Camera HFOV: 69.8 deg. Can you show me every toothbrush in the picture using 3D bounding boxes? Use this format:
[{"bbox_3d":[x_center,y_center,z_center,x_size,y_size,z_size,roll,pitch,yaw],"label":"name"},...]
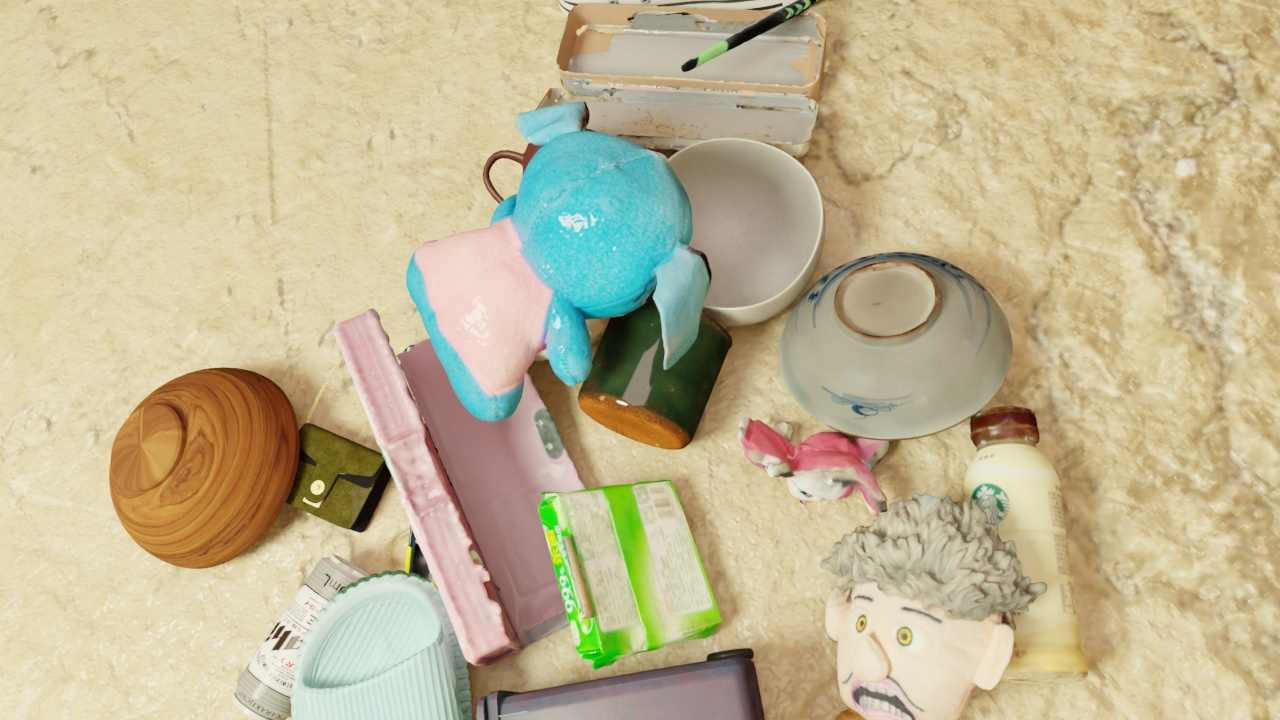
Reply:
[{"bbox_3d":[0.111,-0.266,0.710,0.188,0.014,0.017,-32,55,-11],"label":"toothbrush"}]

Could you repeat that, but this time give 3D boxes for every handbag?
[{"bbox_3d":[-0.197,0.029,0.667,0.084,0.027,0.177,20,77,16],"label":"handbag"}]

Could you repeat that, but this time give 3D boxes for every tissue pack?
[{"bbox_3d":[-0.008,0.128,0.574,0.099,0.034,0.114,0,61,-35],"label":"tissue pack"}]

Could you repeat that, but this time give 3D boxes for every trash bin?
[{"bbox_3d":[-0.008,0.226,0.533,0.161,0.092,0.093,-13,67,8],"label":"trash bin"}]

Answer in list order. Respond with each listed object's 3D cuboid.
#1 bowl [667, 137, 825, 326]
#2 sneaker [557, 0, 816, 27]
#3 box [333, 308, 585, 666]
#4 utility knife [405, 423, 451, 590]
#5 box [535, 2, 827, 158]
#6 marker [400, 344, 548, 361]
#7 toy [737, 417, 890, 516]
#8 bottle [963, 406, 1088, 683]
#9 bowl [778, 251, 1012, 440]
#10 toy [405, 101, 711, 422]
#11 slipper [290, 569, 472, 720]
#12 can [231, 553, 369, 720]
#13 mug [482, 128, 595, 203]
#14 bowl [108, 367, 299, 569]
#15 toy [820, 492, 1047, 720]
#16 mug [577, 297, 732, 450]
[{"bbox_3d":[0.064,-0.085,0.655,0.132,0.064,0.131,-3,73,9],"label":"bowl"},{"bbox_3d":[0.042,-0.343,0.747,0.245,0.097,0.091,2,69,10],"label":"sneaker"},{"bbox_3d":[-0.099,0.066,0.599,0.115,0.099,0.232,-24,73,-10],"label":"box"},{"bbox_3d":[-0.147,0.101,0.643,0.029,0.020,0.197,-3,67,6],"label":"utility knife"},{"bbox_3d":[0.033,-0.218,0.722,0.217,0.063,0.156,7,49,11],"label":"box"},{"bbox_3d":[-0.113,-0.006,0.682,0.132,0.014,0.014,-1,68,9],"label":"marker"},{"bbox_3d":[0.111,0.068,0.601,0.102,0.050,0.065,14,37,7],"label":"toy"},{"bbox_3d":[0.229,0.109,0.556,0.056,0.056,0.161,-2,68,8],"label":"bottle"},{"bbox_3d":[0.162,-0.024,0.600,0.151,0.057,0.150,-10,52,13],"label":"bowl"},{"bbox_3d":[-0.062,-0.071,0.577,0.191,0.099,0.224,-34,64,8],"label":"toy"},{"bbox_3d":[-0.145,0.262,0.535,0.116,0.069,0.276,-15,74,-1],"label":"slipper"},{"bbox_3d":[-0.221,0.183,0.607,0.044,0.044,0.106,27,75,18],"label":"can"},{"bbox_3d":[-0.064,-0.120,0.682,0.114,0.087,0.088,15,84,-3],"label":"mug"},{"bbox_3d":[-0.320,0.067,0.640,0.147,0.069,0.147,-7,69,19],"label":"bowl"},{"bbox_3d":[0.150,0.163,0.529,0.133,0.076,0.176,4,83,58],"label":"toy"},{"bbox_3d":[-0.004,0.003,0.616,0.111,0.085,0.081,24,74,-5],"label":"mug"}]
